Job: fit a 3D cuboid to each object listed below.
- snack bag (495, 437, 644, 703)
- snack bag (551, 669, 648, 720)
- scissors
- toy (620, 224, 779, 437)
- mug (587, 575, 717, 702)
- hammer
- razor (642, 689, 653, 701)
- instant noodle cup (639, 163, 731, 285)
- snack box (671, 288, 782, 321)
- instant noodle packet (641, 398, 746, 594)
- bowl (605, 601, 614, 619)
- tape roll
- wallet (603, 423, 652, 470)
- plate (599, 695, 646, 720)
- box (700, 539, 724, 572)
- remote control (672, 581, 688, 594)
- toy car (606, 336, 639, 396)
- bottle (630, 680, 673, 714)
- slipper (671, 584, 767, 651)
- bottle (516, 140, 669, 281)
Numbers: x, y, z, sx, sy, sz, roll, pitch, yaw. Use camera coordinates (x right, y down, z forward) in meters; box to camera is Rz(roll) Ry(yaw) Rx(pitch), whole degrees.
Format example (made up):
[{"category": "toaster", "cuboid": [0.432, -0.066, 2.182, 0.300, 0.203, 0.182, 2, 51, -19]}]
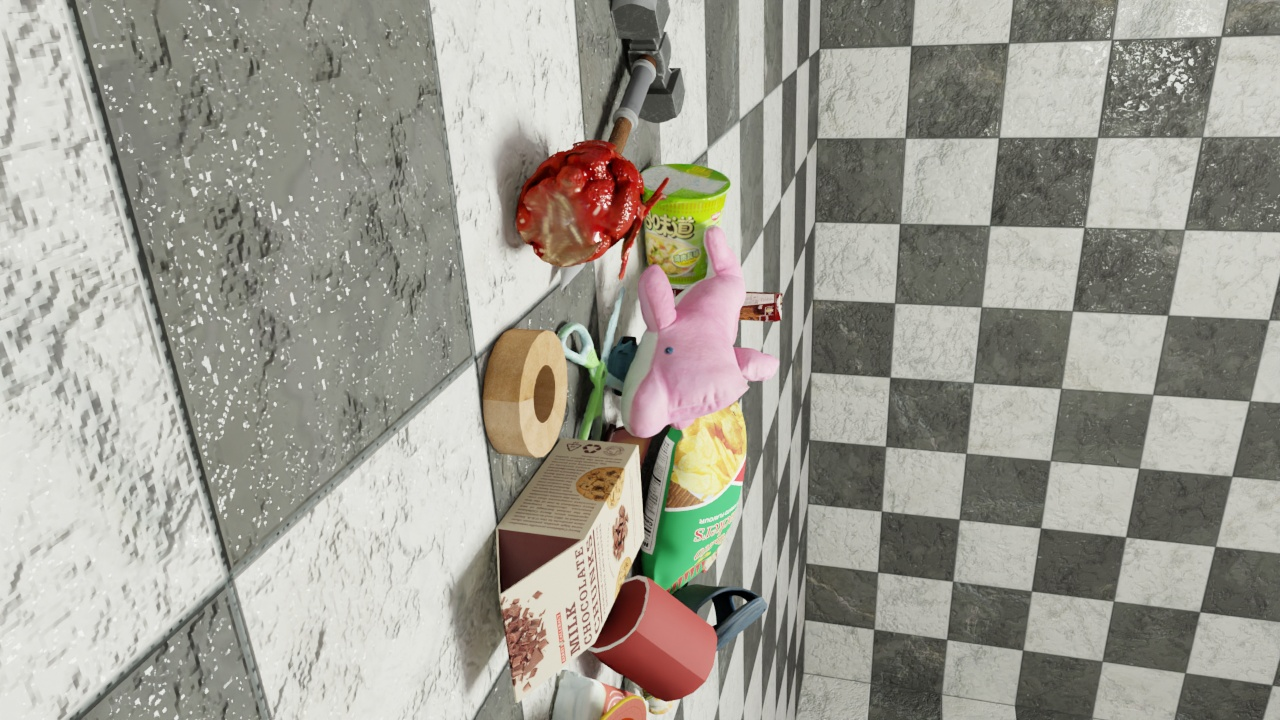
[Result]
[{"category": "snack bag", "cuboid": [-0.061, 0.154, 0.710, 0.205, 0.070, 0.094, -56, 146, -60]}, {"category": "snack bag", "cuboid": [-0.037, 0.358, 0.900, 0.225, 0.041, 0.077, 63, 36, -63]}, {"category": "scissors", "cuboid": [-0.036, 0.012, 0.832, 0.172, 0.021, 0.171, 31, 68, -59]}, {"category": "toy", "cuboid": [0.070, -0.013, 0.893, 0.264, 0.128, 0.187, -59, 148, -46]}, {"category": "mug", "cuboid": [0.000, 0.278, 0.901, 0.096, 0.117, 0.080, 41, 37, -21]}, {"category": "hammer", "cuboid": [-0.024, -0.190, 0.826, 0.156, 0.043, 0.321, 72, 29, -53]}, {"category": "razor", "cuboid": [-0.001, 0.309, 0.983, 0.106, 0.042, 0.026, 62, 1, -4]}, {"category": "instant noodle cup", "cuboid": [0.044, -0.143, 0.983, 0.098, 0.099, 0.108, -64, 160, -53]}, {"category": "snack box", "cuboid": [0.089, -0.065, 1.055, 0.051, 0.141, 0.032, -16, 109, -73]}, {"category": "instant noodle packet", "cuboid": [0.066, 0.159, 1.102, 0.195, 0.090, 0.253, -10, 113, -65]}, {"category": "bowl", "cuboid": [-0.044, 0.206, 0.855, 0.117, 0.030, 0.118, 5, 89, -74]}, {"category": "tape roll", "cuboid": [-0.083, 0.024, 0.677, 0.094, 0.027, 0.094, 5, 89, -74]}, {"category": "wallet", "cuboid": [-0.022, 0.102, 0.891, 0.091, 0.018, 0.115, -71, 164, 7]}, {"category": "plate", "cuboid": [-0.061, 0.388, 0.776, 0.229, 0.021, 0.230, -48, 150, -40]}, {"category": "box", "cuboid": [0.086, 0.182, 1.277, 0.117, 0.050, 0.205, -30, 121, -72]}, {"category": "remote control", "cuboid": [0.052, 0.297, 1.197, 0.028, 0.012, 0.124, 56, 47, -58]}, {"category": "toy car", "cuboid": [-0.005, 0.005, 0.933, 0.107, 0.027, 0.060, 4, 96, -62]}, {"category": "bottle", "cuboid": [0.017, 0.353, 1.045, 0.063, 0.063, 0.109, -61, 151, -56]}, {"category": "slipper", "cuboid": [0.068, 0.313, 1.102, 0.101, 0.082, 0.264, -26, 162, -29]}, {"category": "bottle", "cuboid": [-0.036, -0.113, 0.678, 0.111, 0.099, 0.099, -62, 152, -68]}]
